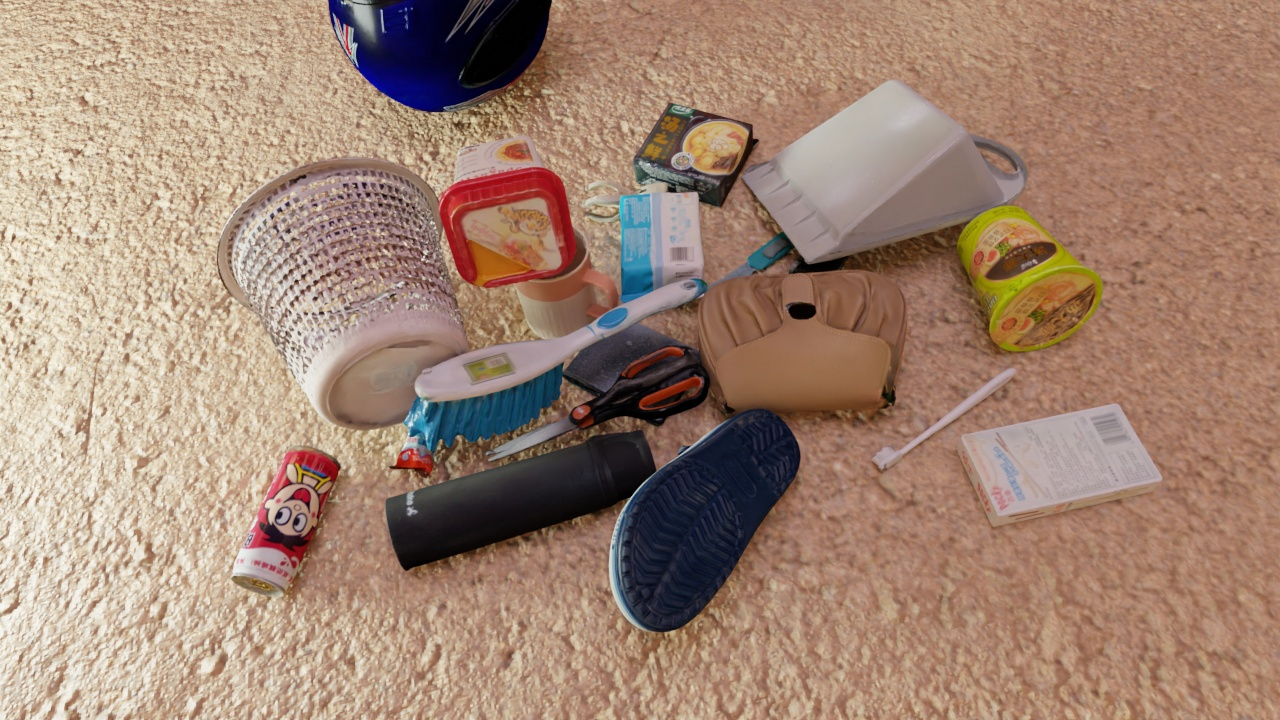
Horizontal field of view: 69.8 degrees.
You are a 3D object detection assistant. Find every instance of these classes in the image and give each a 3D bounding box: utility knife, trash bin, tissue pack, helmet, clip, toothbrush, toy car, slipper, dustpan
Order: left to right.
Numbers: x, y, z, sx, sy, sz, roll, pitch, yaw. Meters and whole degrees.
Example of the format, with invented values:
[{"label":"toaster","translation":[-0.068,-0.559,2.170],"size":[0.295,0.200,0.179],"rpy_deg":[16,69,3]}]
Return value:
[{"label":"trash bin","translation":[-0.268,-0.050,0.888],"size":[0.227,0.228,0.192],"rpy_deg":[-25,61,-12]},{"label":"helmet","translation":[-0.225,-0.453,1.141],"size":[0.315,0.240,0.247],"rpy_deg":[-43,62,-10]},{"label":"clip","translation":[-0.015,-0.185,1.066],"size":[0.100,0.074,0.034],"rpy_deg":[-1,54,10]},{"label":"tissue pack","translation":[0.022,-0.123,1.004],"size":[0.090,0.063,0.139],"rpy_deg":[-3,57,1]},{"label":"slipper","translation":[0.048,0.131,0.807],"size":[0.105,0.095,0.252],"rpy_deg":[48,51,0]},{"label":"utility knife","translation":[0.153,-0.126,1.024],"size":[0.219,0.013,0.029],"rpy_deg":[-36,60,-18]},{"label":"toy car","translation":[0.200,-0.109,0.997],"size":[0.049,0.031,0.105],"rpy_deg":[27,60,22]},{"label":"dustpan","translation":[0.285,-0.196,1.027],"size":[0.258,0.142,0.222],"rpy_deg":[-37,37,12]},{"label":"toothbrush","translation":[0.296,0.053,0.887],"size":[0.180,0.016,0.016],"rpy_deg":[-31,53,-15]}]

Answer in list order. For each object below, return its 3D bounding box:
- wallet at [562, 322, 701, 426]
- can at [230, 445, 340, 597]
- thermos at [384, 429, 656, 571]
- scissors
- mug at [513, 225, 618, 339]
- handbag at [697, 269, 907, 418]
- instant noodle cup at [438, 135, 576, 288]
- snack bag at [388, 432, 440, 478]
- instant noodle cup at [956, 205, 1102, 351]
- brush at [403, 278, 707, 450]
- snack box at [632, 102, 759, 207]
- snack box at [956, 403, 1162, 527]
[{"label":"wallet","translation":[-0.006,0.006,0.947],"size":[0.121,0.019,0.097],"rpy_deg":[26,61,18]},{"label":"can","translation":[-0.329,0.149,0.856],"size":[0.053,0.053,0.132],"rpy_deg":[7,56,10]},{"label":"thermos","translation":[-0.108,0.122,0.855],"size":[0.242,0.068,0.090],"rpy_deg":[-16,23,-8]},{"label":"scissors","translation":[-0.039,0.055,0.878],"size":[0.234,0.022,0.139],"rpy_deg":[-37,43,-19]},{"label":"mug","translation":[-0.076,-0.076,0.955],"size":[0.114,0.106,0.081],"rpy_deg":[19,59,17]},{"label":"handbag","translation":[0.158,-0.021,0.899],"size":[0.204,0.100,0.147],"rpy_deg":[-4,59,6]},{"label":"instant noodle cup","translation":[-0.129,-0.149,0.884],"size":[0.116,0.117,0.124],"rpy_deg":[-12,43,-3]},{"label":"snack bag","translation":[-0.213,0.071,0.915],"size":[0.045,0.026,0.105],"rpy_deg":[-1,52,18]},{"label":"instant noodle cup","translation":[0.382,-0.090,0.929],"size":[0.111,0.112,0.123],"rpy_deg":[-12,47,-3]},{"label":"brush","translation":[-0.074,-0.004,0.891],"size":[0.313,0.110,0.060],"rpy_deg":[-17,52,-28]},{"label":"snack box","translation":[0.069,-0.253,1.102],"size":[0.113,0.053,0.125],"rpy_deg":[20,65,18]},{"label":"snack box","translation":[0.382,0.095,0.843],"size":[0.157,0.027,0.084],"rpy_deg":[-12,56,-3]}]
